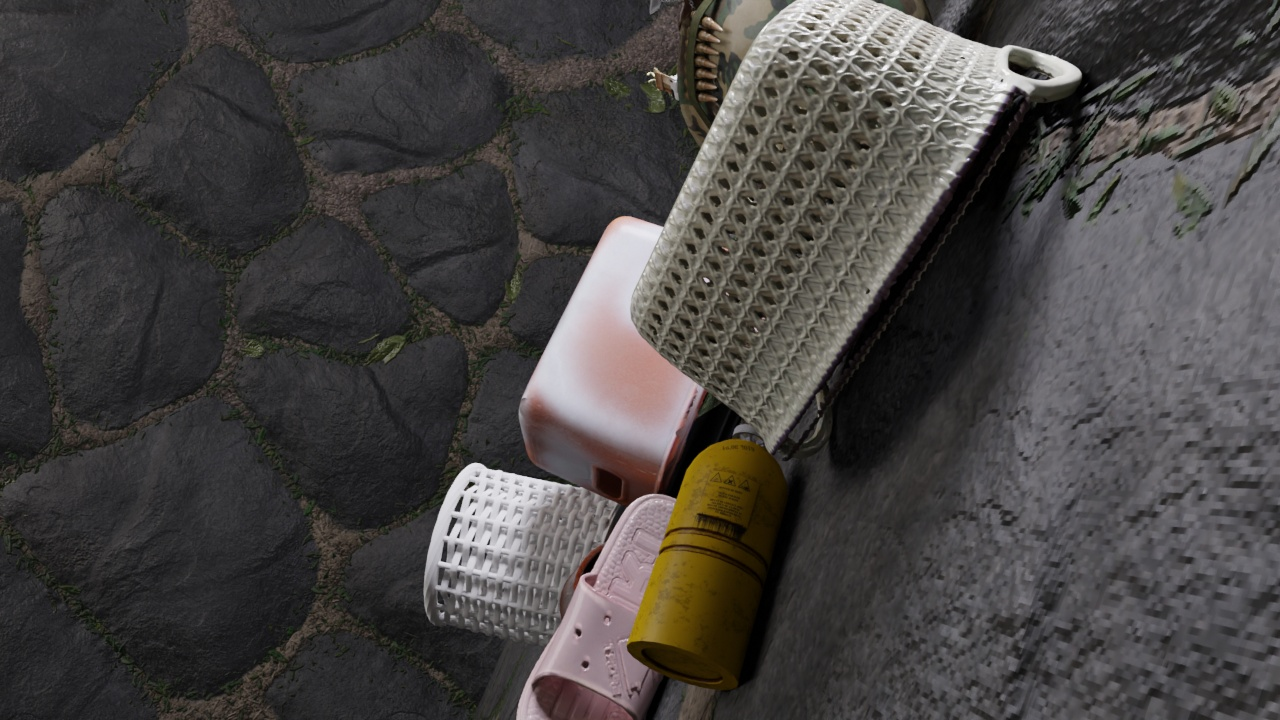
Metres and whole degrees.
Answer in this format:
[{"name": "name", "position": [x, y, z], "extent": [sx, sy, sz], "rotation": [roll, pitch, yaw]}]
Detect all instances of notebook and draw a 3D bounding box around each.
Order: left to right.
[{"name": "notebook", "position": [0.044, 0.131, 0.959], "extent": [0.232, 0.019, 0.169], "rotation": [129, 166, -76]}]

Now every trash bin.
[{"name": "trash bin", "position": [-0.006, 0.005, 0.931], "extent": [0.182, 0.157, 0.259], "rotation": [95, -163, -67]}]

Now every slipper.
[{"name": "slipper", "position": [-0.012, 0.205, 0.724], "extent": [0.238, 0.094, 0.065], "rotation": [-61, -3, -32]}]

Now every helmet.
[{"name": "helmet", "position": [0.122, -0.242, 0.719], "extent": [0.236, 0.192, 0.224], "rotation": [-156, 46, -70]}]

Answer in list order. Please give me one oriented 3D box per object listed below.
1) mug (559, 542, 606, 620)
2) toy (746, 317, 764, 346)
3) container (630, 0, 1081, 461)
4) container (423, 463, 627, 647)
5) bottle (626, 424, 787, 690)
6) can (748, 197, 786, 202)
[{"name": "mug", "position": [-0.017, 0.202, 0.832], "extent": [0.122, 0.096, 0.110], "rotation": [-58, 5, -25]}, {"name": "toy", "position": [0.111, -0.046, 0.839], "extent": [0.099, 0.053, 0.096], "rotation": [37, -111, -87]}, {"name": "container", "position": [0.102, -0.078, 0.511], "extent": [0.184, 0.143, 0.252], "rotation": [-47, -13, -55]}, {"name": "container", "position": [-0.126, 0.229, 1.057], "extent": [0.189, 0.187, 0.189], "rotation": [12, -91, -82]}, {"name": "bottle", "position": [0.051, 0.115, 0.581], "extent": [0.071, 0.071, 0.163], "rotation": [120, 173, -58]}, {"name": "can", "position": [0.162, -0.207, 1.138], "extent": [0.137, 0.054, 0.054], "rotation": [-70, 5, -47]}]
